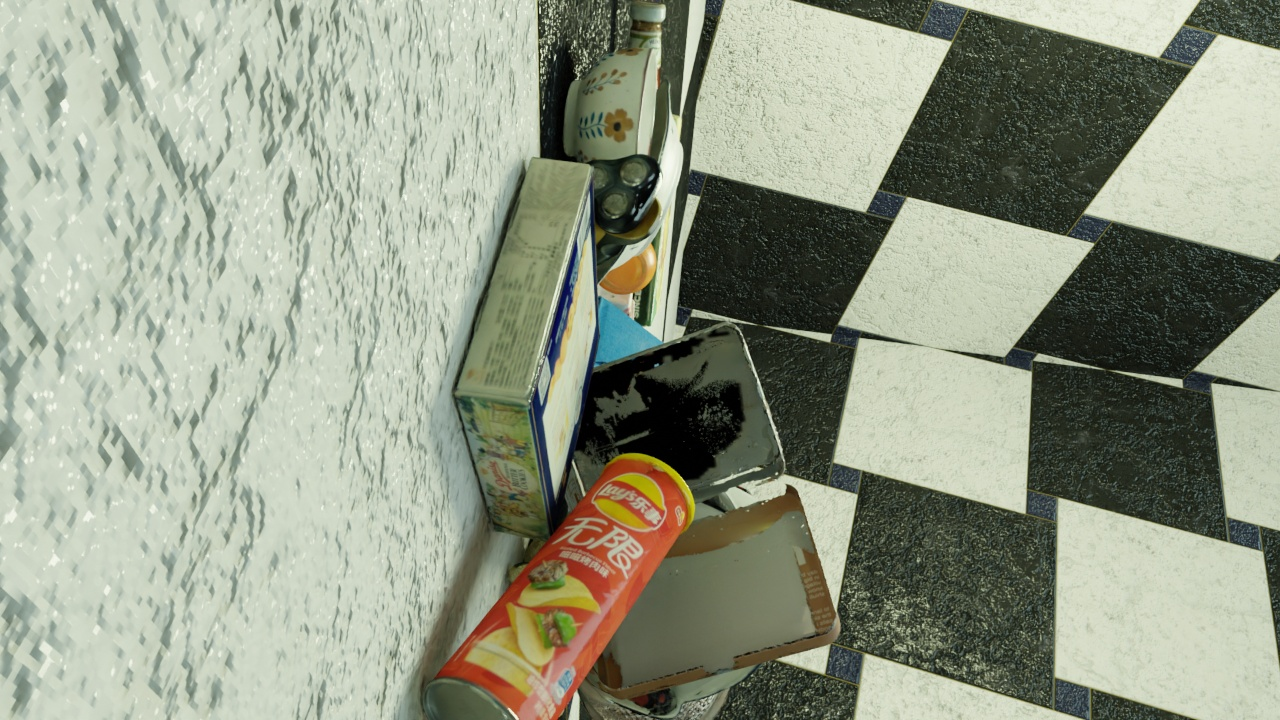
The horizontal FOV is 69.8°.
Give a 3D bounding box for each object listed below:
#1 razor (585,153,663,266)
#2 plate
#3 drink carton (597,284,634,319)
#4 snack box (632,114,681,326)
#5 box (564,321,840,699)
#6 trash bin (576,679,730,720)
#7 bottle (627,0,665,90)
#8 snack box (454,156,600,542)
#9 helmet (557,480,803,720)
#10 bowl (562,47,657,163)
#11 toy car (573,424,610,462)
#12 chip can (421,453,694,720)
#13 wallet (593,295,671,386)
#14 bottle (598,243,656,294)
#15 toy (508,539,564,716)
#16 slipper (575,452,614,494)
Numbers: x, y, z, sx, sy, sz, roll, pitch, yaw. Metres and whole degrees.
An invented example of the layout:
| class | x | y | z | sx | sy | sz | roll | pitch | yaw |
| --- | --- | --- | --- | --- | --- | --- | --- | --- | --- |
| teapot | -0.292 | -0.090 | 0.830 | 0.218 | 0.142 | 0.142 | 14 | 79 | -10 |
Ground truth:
| class | x | y | z | sx | sy | sz | roll | pitch | yaw |
| --- | --- | --- | --- | --- | --- | --- | --- | --- | --- |
| razor | -0.030 | -0.103 | 0.684 | 0.062 | 0.067 | 0.168 | -63 | -170 | -15 |
| plate | -0.002 | -0.150 | 0.827 | 0.165 | 0.034 | 0.163 | -50 | -153 | 48 |
| drink carton | -0.031 | -0.034 | 1.015 | 0.053 | 0.045 | 0.123 | -80 | 176 | -47 |
| snack box | 0.001 | -0.168 | 1.078 | 0.114 | 0.063 | 0.240 | -68 | 165 | -72 |
| box | 0.031 | 0.108 | 0.715 | 0.126 | 0.179 | 0.273 | 53 | 19 | -67 |
| trash bin | -0.003 | 0.373 | 1.182 | 0.192 | 0.228 | 0.227 | 62 | 34 | -62 |
| bottle | -0.001 | -0.250 | 0.923 | 0.059 | 0.060 | 0.206 | -75 | 171 | -63 |
| snack box | -0.064 | -0.002 | 0.592 | 0.183 | 0.046 | 0.177 | 92 | 7 | -55 |
| helmet | 0.005 | 0.189 | 0.841 | 0.275 | 0.157 | 0.229 | -24 | -150 | 53 |
| bowl | -0.024 | -0.181 | 0.699 | 0.113 | 0.062 | 0.113 | 11 | 86 | -88 |
| toy car | -0.040 | 0.062 | 0.872 | 0.090 | 0.035 | 0.042 | -28 | 140 | -40 |
| chip can | -0.042 | 0.143 | 0.562 | 0.215 | 0.073 | 0.073 | -46 | 148 | -49 |
| wallet | -0.006 | 0.005 | 0.940 | 0.040 | 0.133 | 0.106 | -34 | -148 | 36 |
| bottle | -0.018 | -0.120 | 0.955 | 0.149 | 0.067 | 0.067 | -91 | -174 | -64 |
| toy | -0.072 | 0.202 | 0.715 | 0.157 | 0.066 | 0.105 | -89 | 165 | -47 |
| slipper | -0.030 | 0.152 | 1.024 | 0.074 | 0.104 | 0.246 | -73 | 176 | -57 |
